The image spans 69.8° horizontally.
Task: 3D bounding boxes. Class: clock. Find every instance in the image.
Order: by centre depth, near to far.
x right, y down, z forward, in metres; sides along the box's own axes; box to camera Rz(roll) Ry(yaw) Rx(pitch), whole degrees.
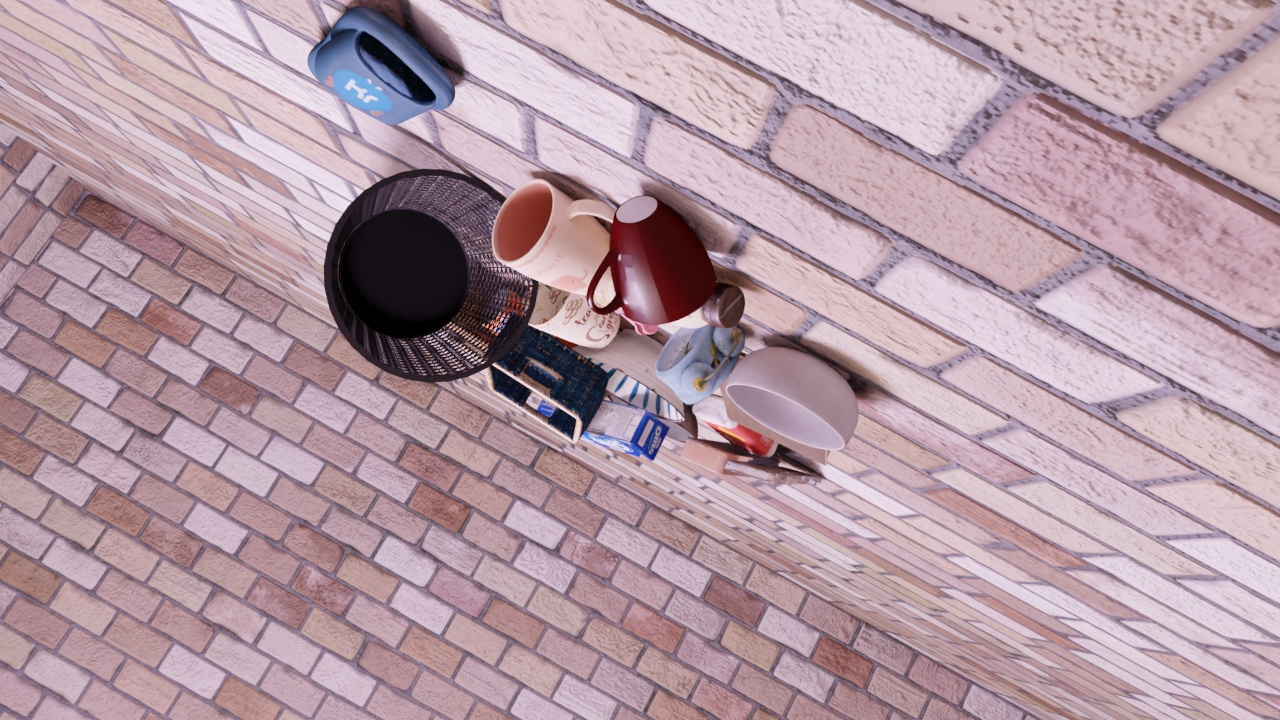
[{"bbox_3d":[0.065,-0.001,0.966,0.051,0.088,0.125,41,167,-19],"label":"clock"}]

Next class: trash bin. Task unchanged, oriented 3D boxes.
[{"bbox_3d":[-0.254,-0.098,1.048,0.217,0.217,0.243,34,173,-21],"label":"trash bin"}]

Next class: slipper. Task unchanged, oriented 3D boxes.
[{"bbox_3d":[-0.222,-0.232,0.763,0.103,0.059,0.214,35,168,-33],"label":"slipper"}]

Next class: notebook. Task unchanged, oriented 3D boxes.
[{"bbox_3d":[0.146,0.050,1.105,0.190,0.034,0.215,26,167,17],"label":"notebook"}]

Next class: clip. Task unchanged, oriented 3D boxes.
[{"bbox_3d":[-0.005,-0.051,1.074,0.057,0.022,0.035,36,170,-19],"label":"clip"}]

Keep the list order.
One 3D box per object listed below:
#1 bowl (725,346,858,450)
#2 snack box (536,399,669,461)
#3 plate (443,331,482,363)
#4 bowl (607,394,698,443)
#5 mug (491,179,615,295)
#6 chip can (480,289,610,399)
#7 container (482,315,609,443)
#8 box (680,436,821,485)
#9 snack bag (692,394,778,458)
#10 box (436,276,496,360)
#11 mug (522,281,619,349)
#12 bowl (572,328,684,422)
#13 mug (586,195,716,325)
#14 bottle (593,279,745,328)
[{"bbox_3d":[0.159,0.031,0.928,0.132,0.064,0.132,28,166,8],"label":"bowl"},{"bbox_3d":[-0.060,0.086,1.301,0.227,0.059,0.059,10,156,49],"label":"snack box"},{"bbox_3d":[-0.257,-0.023,1.420,0.173,0.019,0.172,37,-177,-3],"label":"plate"},{"bbox_3d":[0.028,0.064,1.363,0.151,0.056,0.151,28,167,7],"label":"bowl"},{"bbox_3d":[-0.063,-0.113,0.853,0.112,0.085,0.104,-19,149,34],"label":"mug"},{"bbox_3d":[-0.126,-0.020,1.303,0.210,0.062,0.062,36,166,-29],"label":"chip can"},{"bbox_3d":[-0.120,0.027,1.178,0.145,0.071,0.188,32,165,3],"label":"container"},{"bbox_3d":[0.166,0.157,1.341,0.149,0.043,0.216,26,-175,31],"label":"box"},{"bbox_3d":[0.134,0.092,1.287,0.116,0.036,0.077,39,164,-36],"label":"snack bag"},{"bbox_3d":[-0.281,-0.092,1.343,0.247,0.097,0.261,35,-170,-31],"label":"box"},{"bbox_3d":[-0.087,-0.067,1.104,0.097,0.081,0.122,31,-171,-42],"label":"mug"},{"bbox_3d":[-0.007,0.007,1.187,0.177,0.070,0.177,27,168,6],"label":"bowl"},{"bbox_3d":[0.000,-0.083,0.762,0.087,0.114,0.088,39,160,46],"label":"mug"},{"bbox_3d":[0.025,-0.065,0.873,0.162,0.056,0.056,18,163,42],"label":"bottle"}]
